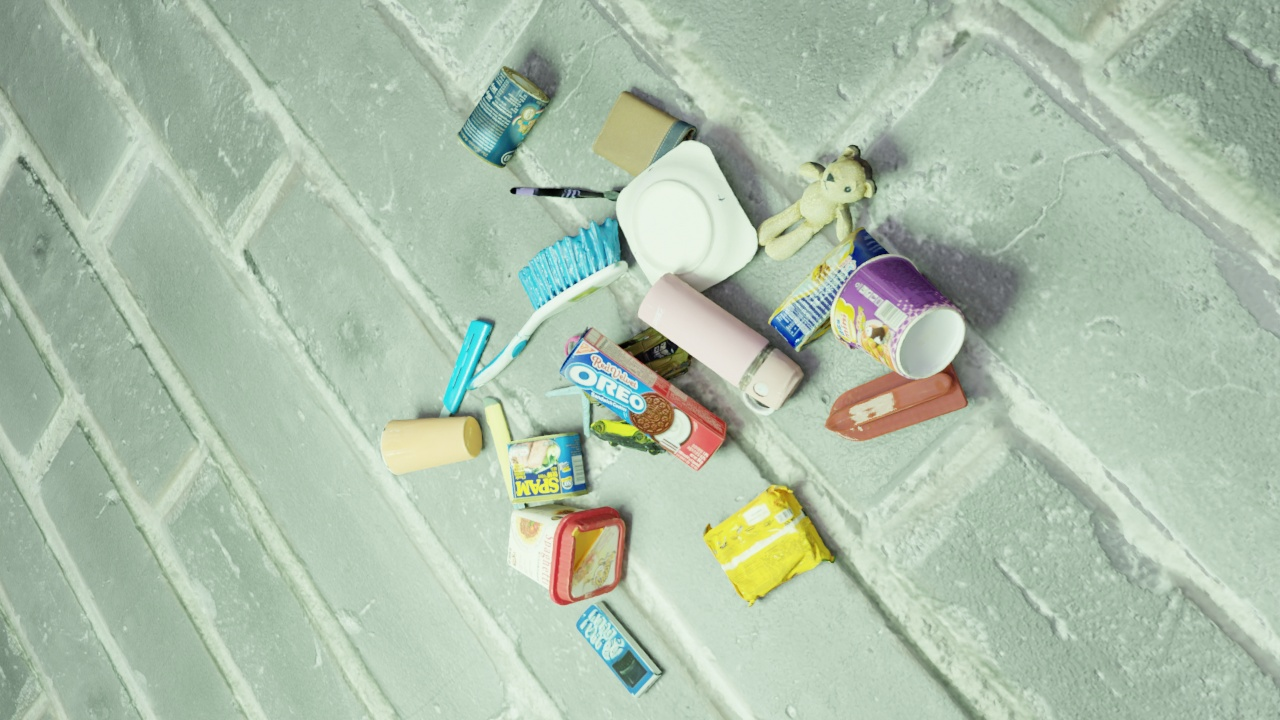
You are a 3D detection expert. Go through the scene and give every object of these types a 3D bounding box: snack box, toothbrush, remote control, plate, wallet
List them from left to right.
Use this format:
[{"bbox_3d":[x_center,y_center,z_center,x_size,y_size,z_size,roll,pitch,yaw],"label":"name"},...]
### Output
[{"bbox_3d":[-0.098,-0.219,1.199,0.189,0.016,0.014,9,96,30],"label":"toothbrush"},{"bbox_3d":[-0.029,0.370,1.180,0.125,0.024,0.049,46,112,20],"label":"remote control"},{"bbox_3d":[0.003,-0.271,1.133,0.115,0.033,0.090,35,105,24],"label":"wallet"},{"bbox_3d":[0.003,0.044,1.088,0.207,0.058,0.057,36,109,-3],"label":"snack box"},{"bbox_3d":[0.044,-0.158,1.087,0.164,0.034,0.164,-31,87,38],"label":"plate"}]

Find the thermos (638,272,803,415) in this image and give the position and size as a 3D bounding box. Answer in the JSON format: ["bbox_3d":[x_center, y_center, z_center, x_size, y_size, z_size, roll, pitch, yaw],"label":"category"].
[{"bbox_3d":[0.091,-0.015,1.067,0.198,0.067,0.087,36,135,10],"label":"thermos"}]

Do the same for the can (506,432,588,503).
[{"bbox_3d":[-0.124,0.141,1.205,0.102,0.057,0.083,-11,85,28],"label":"can"}]

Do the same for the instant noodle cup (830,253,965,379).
[{"bbox_3d":[0.268,-0.039,0.934,0.112,0.111,0.099,-61,35,17],"label":"instant noodle cup"}]

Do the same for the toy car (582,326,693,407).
[{"bbox_3d":[-0.007,0.007,1.135,0.158,0.042,0.070,-28,79,18],"label":"toy car"}]

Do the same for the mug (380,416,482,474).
[{"bbox_3d":[-0.288,0.115,1.279,0.123,0.078,0.078,-8,88,16],"label":"mug"}]

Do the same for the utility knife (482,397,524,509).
[{"bbox_3d":[-0.185,0.136,1.259,0.031,0.019,0.183,-21,76,32],"label":"utility knife"}]

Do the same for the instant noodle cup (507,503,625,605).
[{"bbox_3d":[-0.099,0.237,1.170,0.124,0.116,0.116,10,97,40],"label":"instant noodle cup"}]

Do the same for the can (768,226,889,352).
[{"bbox_3d":[0.208,-0.076,1.005,0.049,0.074,0.148,49,113,15],"label":"can"}]

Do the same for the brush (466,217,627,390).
[{"bbox_3d":[-0.139,-0.069,1.210,0.315,0.060,0.109,-28,82,30],"label":"brush"}]

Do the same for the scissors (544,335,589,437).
[{"bbox_3d":[-0.068,0.033,1.192,0.134,0.017,0.133,-3,91,25],"label":"scissors"}]

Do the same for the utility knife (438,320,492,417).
[{"bbox_3d":[-0.253,0.024,1.293,0.034,0.018,0.182,31,108,23],"label":"utility knife"}]

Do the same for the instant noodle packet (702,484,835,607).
[{"bbox_3d":[0.147,0.212,1.066,0.129,0.044,0.110,-38,81,28],"label":"instant noodle packet"}]

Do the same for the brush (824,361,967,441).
[{"bbox_3d":[0.267,0.045,0.979,0.146,0.069,0.063,-24,79,27],"label":"brush"}]

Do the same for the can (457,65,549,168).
[{"bbox_3d":[-0.180,-0.320,1.205,0.075,0.075,0.111,47,111,19],"label":"can"}]

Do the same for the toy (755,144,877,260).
[{"bbox_3d":[0.191,-0.169,1.015,0.158,0.066,0.105,-39,67,41],"label":"toy"}]

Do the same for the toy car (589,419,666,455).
[{"bbox_3d":[-0.014,0.091,1.150,0.105,0.048,0.032,7,68,28],"label":"toy car"}]
